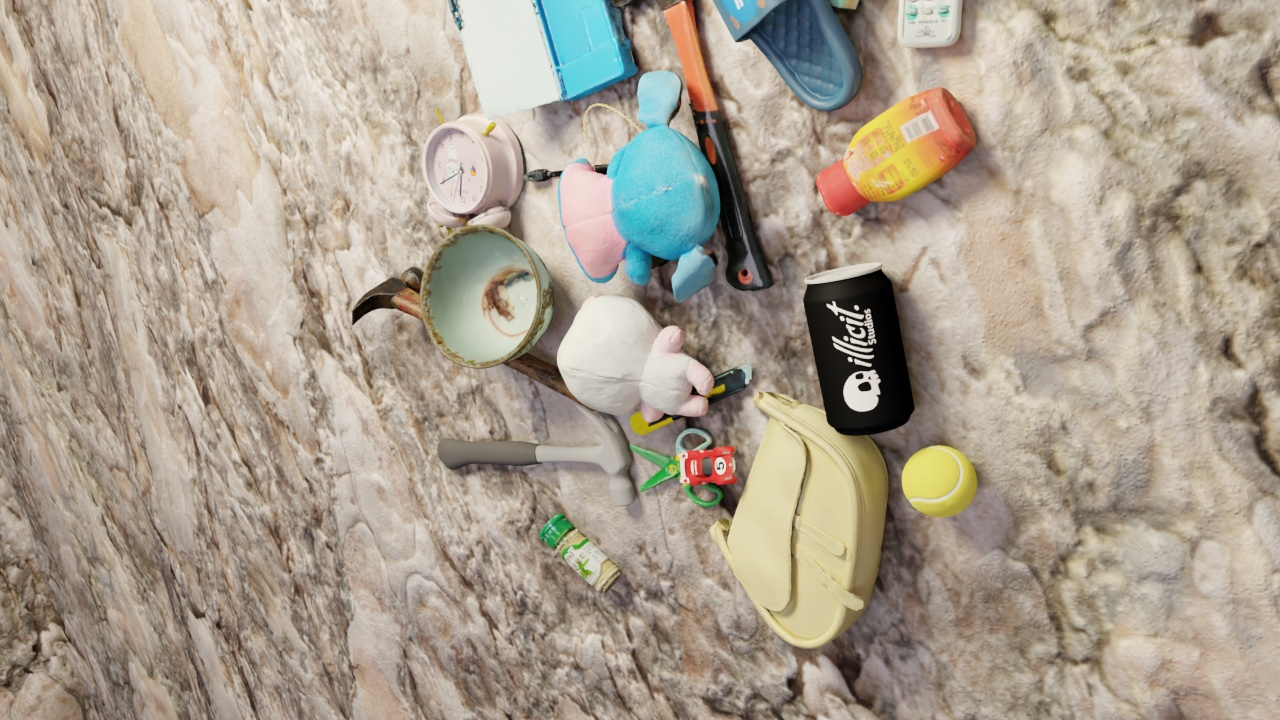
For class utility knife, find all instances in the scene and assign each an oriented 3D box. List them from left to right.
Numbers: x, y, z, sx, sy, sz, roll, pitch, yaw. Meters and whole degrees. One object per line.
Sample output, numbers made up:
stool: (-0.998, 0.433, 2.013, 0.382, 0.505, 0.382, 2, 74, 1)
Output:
utility knife: (0.055, 0.042, 0.995, 0.175, 0.020, 0.029, -28, 90, 36)

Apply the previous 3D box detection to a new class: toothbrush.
toothbrush: (-0.052, -0.204, 0.992, 0.188, 0.017, 0.014, 3, 112, 33)

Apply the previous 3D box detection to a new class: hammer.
hammer: (-0.189, -0.017, 1.099, 0.330, 0.119, 0.033, 26, 132, 18)
hammer: (-0.143, 0.113, 1.148, 0.312, 0.029, 0.125, -3, 104, 36)
hammer: (0.068, -0.227, 0.895, 0.133, 0.033, 0.333, -10, 100, 35)

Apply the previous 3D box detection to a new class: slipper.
slipper: (0.108, -0.299, 0.786, 0.214, 0.059, 0.104, 50, 156, -16)

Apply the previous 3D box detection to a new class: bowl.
bowl: (-0.160, -0.070, 1.049, 0.160, 0.093, 0.160, 0, 90, 25)

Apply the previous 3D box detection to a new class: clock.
clock: (-0.197, -0.206, 1.063, 0.117, 0.058, 0.158, 18, 115, 29)

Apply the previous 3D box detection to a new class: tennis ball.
tennis ball: (0.273, 0.110, 0.838, 0.065, 0.065, 0.065, 11, 111, 31)

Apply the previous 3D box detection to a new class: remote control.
remote control: (0.239, -0.325, 0.748, 0.050, 0.022, 0.133, 10, 110, 32)

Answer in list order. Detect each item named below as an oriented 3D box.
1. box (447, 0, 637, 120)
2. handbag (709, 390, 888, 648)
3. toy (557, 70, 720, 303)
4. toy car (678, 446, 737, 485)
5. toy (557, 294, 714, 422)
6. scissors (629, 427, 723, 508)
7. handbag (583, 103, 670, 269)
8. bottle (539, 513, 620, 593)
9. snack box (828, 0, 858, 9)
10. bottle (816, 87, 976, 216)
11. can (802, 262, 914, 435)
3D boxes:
box: (-0.111, -0.388, 0.947, 0.176, 0.059, 0.243, -14, 97, 20)
handbag: (0.161, 0.162, 0.920, 0.191, 0.088, 0.233, 29, 120, 28)
toy: (-0.005, -0.162, 0.895, 0.192, 0.098, 0.224, -7, 95, 42)
toy car: (0.072, 0.112, 0.967, 0.090, 0.025, 0.038, 161, 107, -64)
toy: (-0.006, 0.006, 0.979, 0.180, 0.101, 0.139, 21, 119, 18)
scissors: (0.041, 0.115, 1.032, 0.127, 0.011, 0.123, 24, 116, 25)
handbag: (-0.006, -0.188, 0.956, 0.084, 0.027, 0.178, -35, 85, 33)
bottle: (-0.074, 0.239, 1.133, 0.110, 0.042, 0.043, 40, 123, 15)
snack box: (0.123, -0.406, 0.788, 0.194, 0.044, 0.142, 32, 122, 22)
bottle: (0.217, -0.175, 0.795, 0.135, 0.048, 0.071, -30, 87, 37)
can: (0.199, -0.010, 0.841, 0.080, 0.080, 0.146, -7, 101, 36)
